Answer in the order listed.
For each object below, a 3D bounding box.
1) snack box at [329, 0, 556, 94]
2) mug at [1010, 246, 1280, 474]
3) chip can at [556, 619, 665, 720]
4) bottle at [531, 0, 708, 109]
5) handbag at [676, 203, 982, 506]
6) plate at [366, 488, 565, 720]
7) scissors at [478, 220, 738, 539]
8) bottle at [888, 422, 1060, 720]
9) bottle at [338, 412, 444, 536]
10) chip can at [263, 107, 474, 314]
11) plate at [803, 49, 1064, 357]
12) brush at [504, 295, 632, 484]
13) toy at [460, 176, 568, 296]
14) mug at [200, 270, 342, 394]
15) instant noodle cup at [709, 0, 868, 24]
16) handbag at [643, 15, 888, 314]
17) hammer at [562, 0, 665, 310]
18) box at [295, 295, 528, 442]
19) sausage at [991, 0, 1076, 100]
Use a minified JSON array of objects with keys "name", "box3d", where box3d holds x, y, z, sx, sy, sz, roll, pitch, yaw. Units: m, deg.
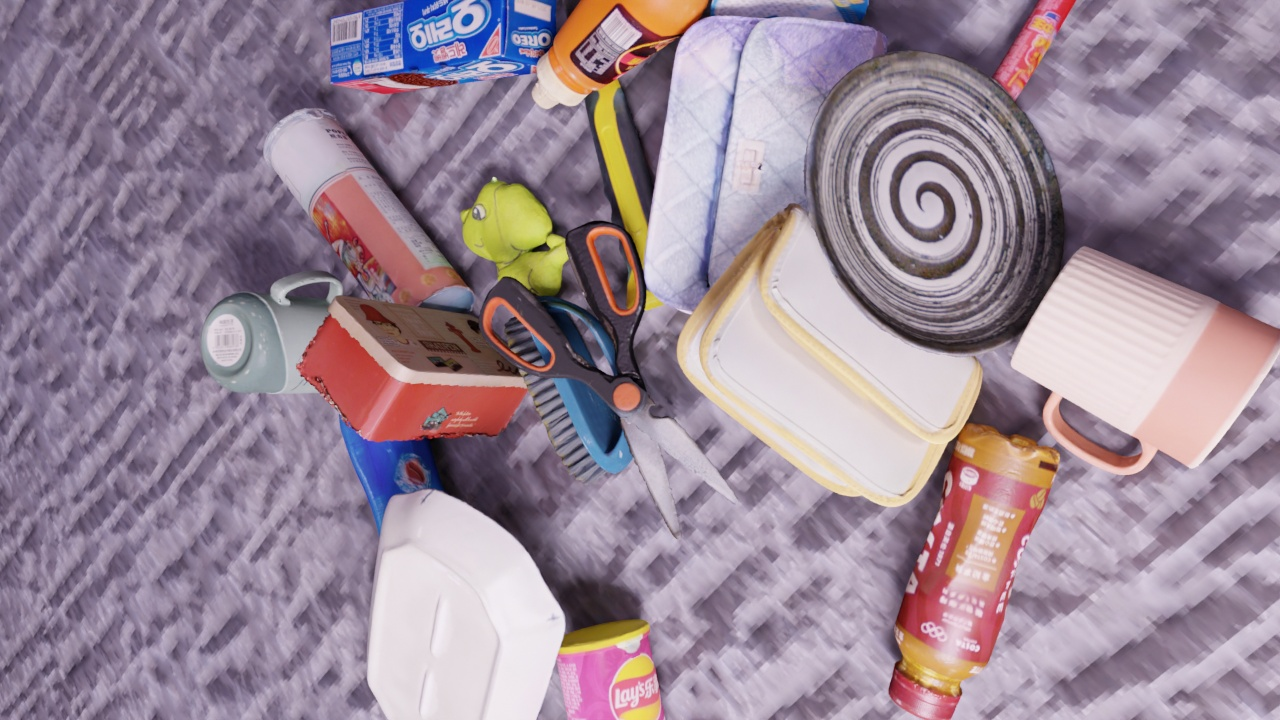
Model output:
[{"name":"snack box","box3d":[-0.157,-0.244,0.703,0.208,0.058,0.057,6,97,37]},{"name":"mug","box3d":[0.268,0.007,0.507,0.106,0.081,0.115,33,133,25]},{"name":"chip can","box3d":[-0.007,0.294,0.639,0.072,0.071,0.210,-15,83,25]},{"name":"bottle","box3d":[-0.023,-0.219,0.619,0.150,0.066,0.066,-32,76,38]},{"name":"handbag","box3d":[0.132,-0.022,0.537,0.163,0.063,0.178,37,85,-13]},{"name":"plate","box3d":[-0.143,0.209,0.666,0.162,0.034,0.266,32,128,17]},{"name":"scissors","box3d":[-0.027,0.015,0.632,0.198,0.021,0.227,-3,84,11]},{"name":"bottle","box3d":[0.193,0.127,0.547,0.057,0.057,0.175,19,98,25]},{"name":"bottle","box3d":[-0.201,0.074,0.742,0.065,0.065,0.218,-28,77,23]},{"name":"chip can","box3d":[-0.222,-0.110,0.750,0.071,0.071,0.214,-47,71,18]},{"name":"plate","box3d":[0.168,-0.090,0.525,0.024,0.179,0.179,158,104,-68]},{"name":"brush","box3d":[-0.042,0.014,0.667,0.074,0.055,0.143,-33,75,23]},{"name":"toy","box3d":[-0.096,-0.094,0.709,0.097,0.031,0.100,-8,90,26]},{"name":"mug","box3d":[-0.294,-0.025,0.765,0.082,0.106,0.112,36,104,23]},{"name":"instant noodle cup","box3d":[0.096,-0.275,0.585,0.099,0.099,0.110,0,82,26]},{"name":"handbag","box3d":[0.078,-0.117,0.591,0.134,0.075,0.194,8,95,8]},{"name":"hammer","box3d":[-0.026,-0.195,0.675,0.126,0.031,0.323,-20,81,26]},{"name":"box","box3d":[-0.160,0.013,0.663,0.091,0.168,0.077,41,103,21]},{"name":"sausage","box3d":[0.225,-0.174,0.556,0.020,0.020,0.156,35,105,22]}]
